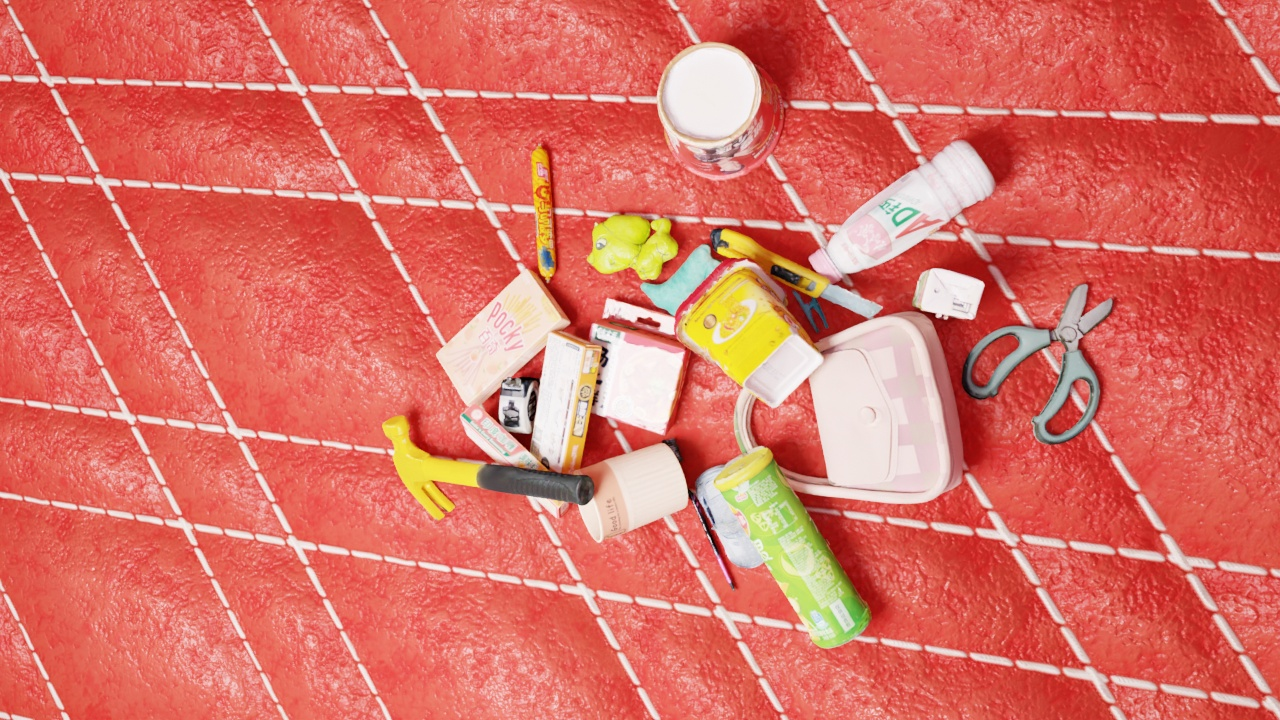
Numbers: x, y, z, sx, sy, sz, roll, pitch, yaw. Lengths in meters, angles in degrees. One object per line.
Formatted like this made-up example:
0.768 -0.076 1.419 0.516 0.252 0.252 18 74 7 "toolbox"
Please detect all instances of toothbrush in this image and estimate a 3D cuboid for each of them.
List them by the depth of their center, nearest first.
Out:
0.070 0.175 1.048 0.018 0.014 0.189 -25 86 3 "toothbrush"

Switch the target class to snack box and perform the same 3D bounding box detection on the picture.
-0.086 0.049 1.035 0.075 0.026 0.154 23 107 50 "snack box"
-0.006 0.006 1.038 0.113 0.044 0.127 16 104 13 "snack box"
-0.143 0.118 1.064 0.156 0.077 0.027 41 73 9 "snack box"
-0.164 -0.026 1.082 0.157 0.026 0.084 -42 64 12 "snack box"

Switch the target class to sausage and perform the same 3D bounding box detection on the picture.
-0.114 -0.173 1.080 0.021 0.021 0.165 -4 91 14 "sausage"

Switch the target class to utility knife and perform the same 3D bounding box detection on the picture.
0.161 -0.095 0.985 0.216 0.015 0.033 29 131 28 "utility knife"

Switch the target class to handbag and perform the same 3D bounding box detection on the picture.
0.215 0.059 0.983 0.235 0.093 0.193 -11 89 25 "handbag"

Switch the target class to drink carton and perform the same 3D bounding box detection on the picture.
0.308 -0.065 0.928 0.053 0.122 0.045 15 96 11 "drink carton"

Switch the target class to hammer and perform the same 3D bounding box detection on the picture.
-0.174 0.131 1.032 0.301 0.032 0.129 1 117 38 "hammer"

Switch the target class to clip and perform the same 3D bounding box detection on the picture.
0.190 -0.058 1.013 0.047 0.014 0.057 -25 86 11 "clip"

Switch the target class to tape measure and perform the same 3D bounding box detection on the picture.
-0.140 0.052 1.069 0.033 0.065 0.066 5 90 13 "tape measure"

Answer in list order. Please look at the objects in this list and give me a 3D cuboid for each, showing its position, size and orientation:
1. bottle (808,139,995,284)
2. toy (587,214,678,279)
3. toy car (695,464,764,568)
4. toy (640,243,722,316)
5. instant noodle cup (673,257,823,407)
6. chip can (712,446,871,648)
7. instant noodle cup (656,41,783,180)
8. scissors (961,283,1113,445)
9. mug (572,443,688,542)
0.269 -0.149 0.966 0.197 0.068 0.068 -34 83 16 "bottle"
-0.010 -0.133 1.048 0.100 0.031 0.097 42 96 18 "toy"
0.105 0.175 1.028 0.054 0.036 0.120 -27 88 12 "toy car"
0.061 -0.085 1.035 0.096 0.030 0.092 40 103 7 "toy"
0.117 -0.025 0.962 0.116 0.116 0.123 -45 48 11 "instant noodle cup"
0.163 0.201 0.978 0.073 0.072 0.221 -32 93 12 "chip can"
0.082 -0.270 0.985 0.138 0.108 0.138 0 92 14 "instant noodle cup"
0.411 -0.006 0.957 0.171 0.019 0.177 14 96 14 "scissors"
-0.012 0.154 1.023 0.105 0.115 0.081 -18 50 -18 "mug"
